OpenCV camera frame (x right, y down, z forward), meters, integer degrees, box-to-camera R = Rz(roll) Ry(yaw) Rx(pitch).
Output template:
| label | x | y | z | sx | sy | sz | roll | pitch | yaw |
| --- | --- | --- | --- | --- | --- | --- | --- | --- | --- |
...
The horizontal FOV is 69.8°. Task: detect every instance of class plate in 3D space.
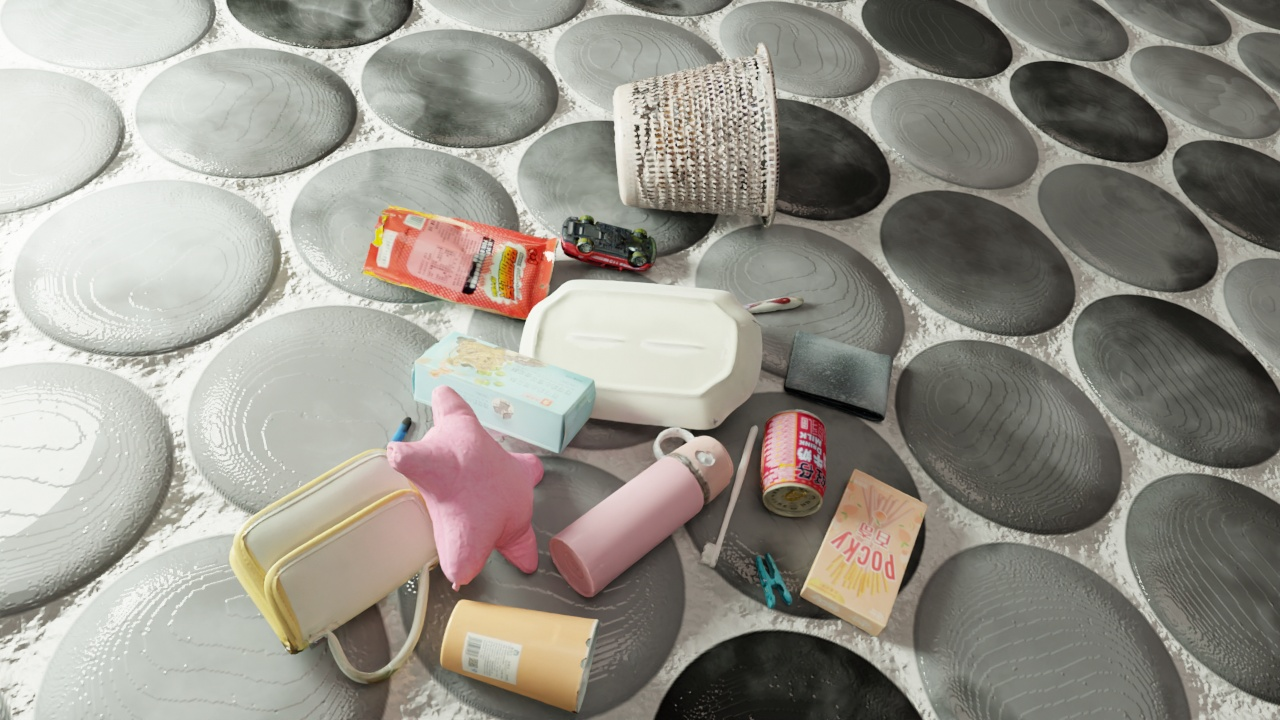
| label | x | y | z | sx | sy | sz | roll | pitch | yaw |
| --- | --- | --- | --- | --- | --- | --- | --- | --- | --- |
| plate | -0.005 | -0.015 | 0.974 | 0.266 | 0.034 | 0.161 | 6 | 71 | 13 |

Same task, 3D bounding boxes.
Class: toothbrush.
| label | x | y | z | sx | sy | sz | roll | pitch | yaw |
| --- | --- | --- | --- | --- | --- | --- | --- | --- | --- |
| toothbrush | -0.262 | 0.125 | 0.883 | 0.014 | 0.016 | 0.189 | 23 | 50 | -2 |
| toothbrush | 0.113 | -0.064 | 1.108 | 0.187 | 0.017 | 0.016 | -9 | 52 | -17 |
| toothbrush | 0.094 | 0.135 | 0.947 | 0.016 | 0.016 | 0.179 | 17 | 51 | 10 |

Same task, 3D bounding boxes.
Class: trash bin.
| label | x | y | z | sx | sy | sz | roll | pitch | yaw |
| --- | --- | --- | --- | --- | --- | --- | --- | --- | --- |
| trash bin | 0.066 | -0.276 | 1.159 | 0.192 | 0.228 | 0.227 | -4 | 52 | 1 |

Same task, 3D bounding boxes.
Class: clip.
| label | x | y | z | sx | sy | sz | roll | pitch | yaw |
| --- | --- | --- | --- | --- | --- | --- | --- | --- | --- |
| clip | 0.127 | 0.214 | 0.892 | 0.048 | 0.015 | 0.057 | -7 | 53 | -15 |

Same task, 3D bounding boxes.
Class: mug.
| label | x | y | z | sx | sy | sz | roll | pitch | yaw |
| --- | --- | --- | --- | --- | --- | --- | --- | --- | --- |
| mug | -0.103 | 0.247 | 0.782 | 0.123 | 0.078 | 0.078 | 12 | 50 | 4 |

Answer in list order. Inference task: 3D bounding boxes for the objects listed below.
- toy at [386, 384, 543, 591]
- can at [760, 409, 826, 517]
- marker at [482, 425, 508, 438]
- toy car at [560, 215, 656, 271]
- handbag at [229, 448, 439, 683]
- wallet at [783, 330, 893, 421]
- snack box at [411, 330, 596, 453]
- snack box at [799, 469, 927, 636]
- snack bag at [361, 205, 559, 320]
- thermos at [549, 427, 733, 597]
| label | x | y | z | sx | sy | sz | roll | pitch | yaw |
| --- | --- | --- | --- | --- | --- | --- | --- | --- | --- |
| toy | -0.156 | 0.119 | 0.826 | 0.075 | 0.194 | 0.178 | -22 | 44 | 26 |
| can | 0.158 | 0.107 | 0.949 | 0.066 | 0.067 | 0.093 | 12 | 50 | -2 |
| marker | -0.152 | 0.070 | 0.935 | 0.130 | 0.018 | 0.022 | -13 | 100 | -29 |
| toy car | -0.039 | -0.140 | 1.120 | 0.120 | 0.045 | 0.052 | 12 | 52 | -10 |
| handbag | -0.245 | 0.183 | 0.801 | 0.163 | 0.063 | 0.178 | -31 | 79 | -34 |
| wallet | 0.232 | 0.016 | 1.070 | 0.121 | 0.019 | 0.097 | 17 | 49 | 4 |
| snack box | -0.139 | 0.030 | 0.934 | 0.175 | 0.052 | 0.074 | 18 | 32 | 15 |
| snack box | 0.227 | 0.190 | 0.923 | 0.084 | 0.026 | 0.156 | 26 | 51 | 10 |
| snack bag | -0.204 | -0.115 | 1.059 | 0.208 | 0.073 | 0.128 | 14 | 55 | -7 |
| thermos | 0.000 | 0.138 | 0.891 | 0.198 | 0.067 | 0.087 | -34 | 69 | -30 |
